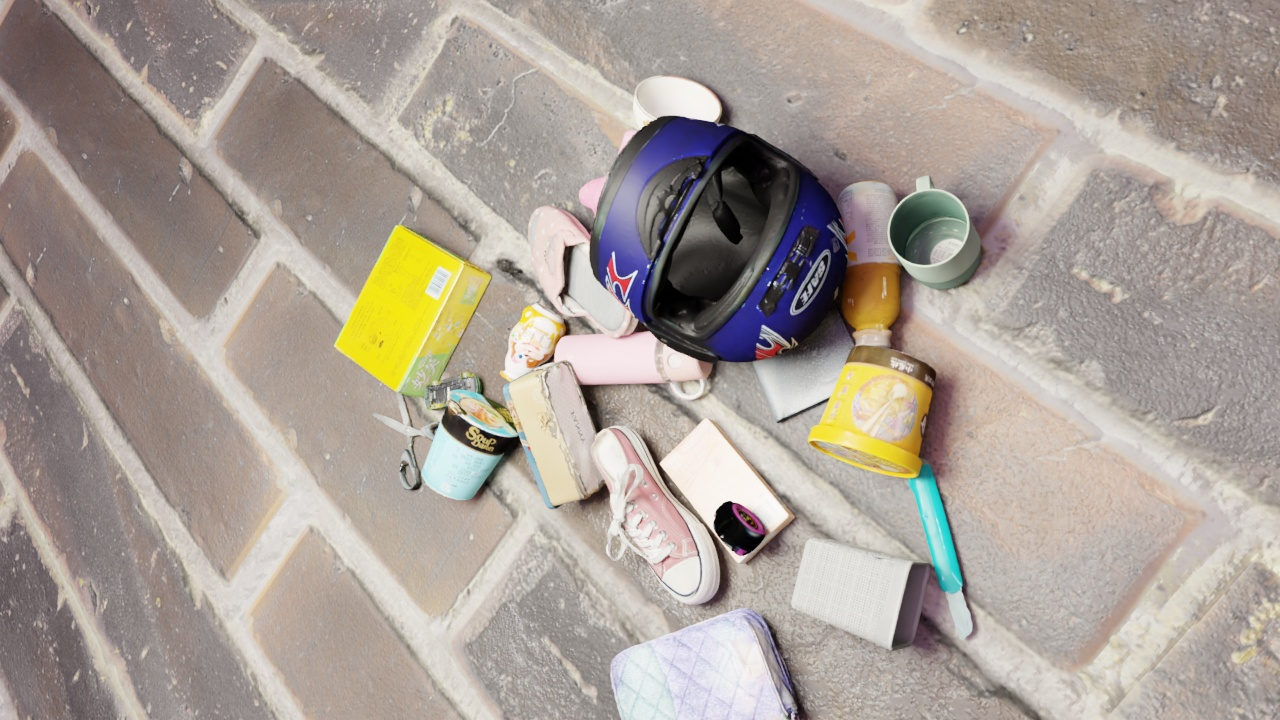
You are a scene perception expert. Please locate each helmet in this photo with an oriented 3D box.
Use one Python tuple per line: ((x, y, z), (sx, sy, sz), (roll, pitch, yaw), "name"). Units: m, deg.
((0.098, -0.117, 0.979), (0.240, 0.315, 0.247), (27, 92, 10), "helmet")

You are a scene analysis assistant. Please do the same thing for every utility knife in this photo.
((0.314, 0.192, 0.965), (0.029, 0.013, 0.196), (-19, 68, 23), "utility knife")

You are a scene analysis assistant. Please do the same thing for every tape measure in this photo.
((0.108, 0.188, 1.020), (0.058, 0.057, 0.039), (36, 106, -13), "tape measure")

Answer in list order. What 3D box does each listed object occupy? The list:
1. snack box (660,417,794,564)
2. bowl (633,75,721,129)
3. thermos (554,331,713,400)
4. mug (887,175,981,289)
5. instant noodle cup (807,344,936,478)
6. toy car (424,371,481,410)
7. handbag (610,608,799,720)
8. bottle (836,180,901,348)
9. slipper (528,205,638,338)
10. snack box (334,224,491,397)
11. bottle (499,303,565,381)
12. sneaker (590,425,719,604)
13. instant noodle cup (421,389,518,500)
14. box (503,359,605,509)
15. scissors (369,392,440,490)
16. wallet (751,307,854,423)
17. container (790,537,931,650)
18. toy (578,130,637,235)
((0.100, 0.152, 1.082), (0.084, 0.026, 0.157), (-46, 62, 13), "snack box")
((0.043, -0.309, 1.180), (0.113, 0.113, 0.062), (48, 146, 28), "bowl")
((-0.007, 0.007, 1.154), (0.199, 0.067, 0.087), (-1, 104, 27), "thermos")
((0.315, -0.139, 0.982), (0.082, 0.106, 0.111), (-12, 74, 26), "mug")
((0.252, 0.053, 0.975), (0.119, 0.118, 0.114), (14, 78, 30), "instant noodle cup")
((-0.263, 0.045, 1.295), (0.091, 0.036, 0.043), (-14, 72, 26), "toy car")
((0.070, 0.365, 1.026), (0.194, 0.075, 0.134), (-26, 73, 23), "handbag")
((0.257, -0.104, 1.028), (0.068, 0.068, 0.189), (-6, 77, 27), "bottle")
((-0.089, -0.117, 1.184), (0.274, 0.054, 0.114), (46, 130, 42), "slipper")
((-0.334, -0.071, 1.339), (0.158, 0.070, 0.210), (30, 94, 30), "snack box")
((-0.148, -0.020, 1.232), (0.063, 0.063, 0.108), (33, 96, 30), "bottle")
((0.001, 0.183, 1.079), (0.119, 0.087, 0.241), (-45, 65, 32), "sneaker")
((-0.235, 0.118, 1.230), (0.111, 0.111, 0.120), (38, 105, 29), "instant noodle cup")
((-0.099, 0.097, 1.140), (0.064, 0.089, 0.184), (-15, 95, 25), "box")
((-0.335, 0.103, 1.335), (0.160, 0.014, 0.181), (-16, 71, 25), "scissors")
((0.195, 0.006, 1.069), (0.121, 0.019, 0.097), (-27, 70, 19), "wallet")
((0.229, 0.238, 0.960), (0.114, 0.090, 0.090), (12, 85, 33), "container")
((-0.012, -0.180, 1.186), (0.179, 0.074, 0.194), (-49, 63, 25), "toy")
